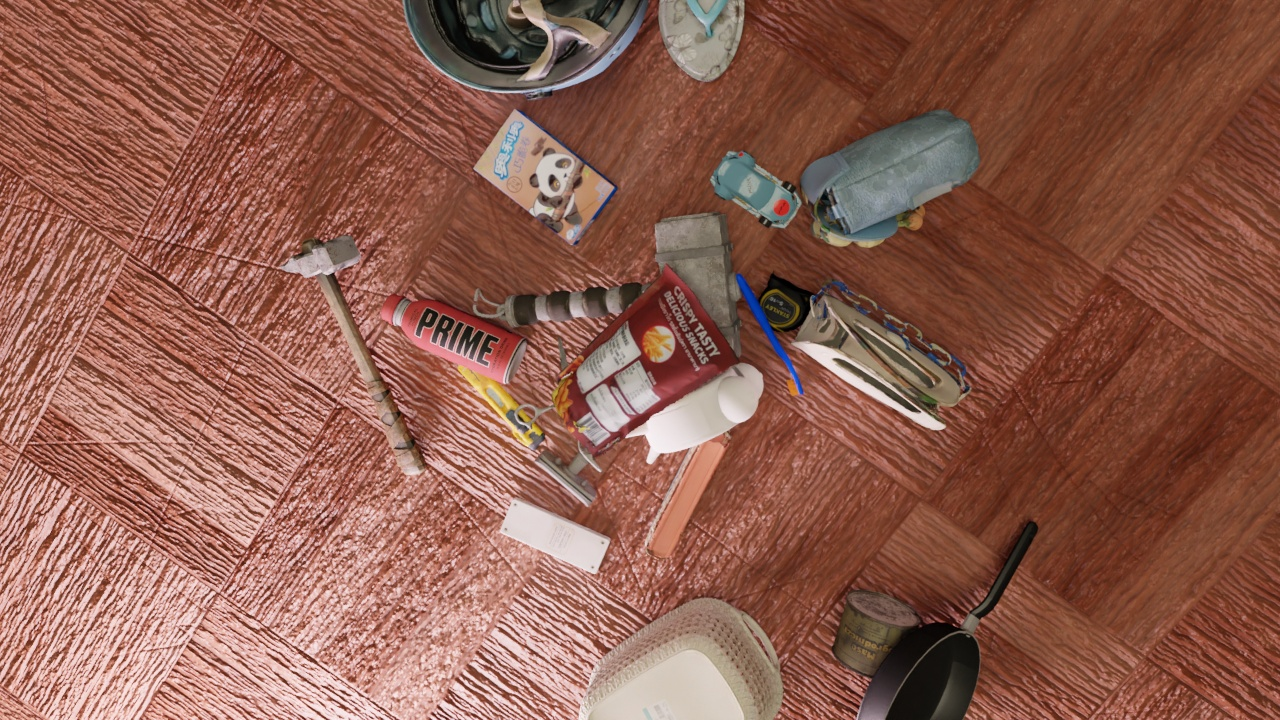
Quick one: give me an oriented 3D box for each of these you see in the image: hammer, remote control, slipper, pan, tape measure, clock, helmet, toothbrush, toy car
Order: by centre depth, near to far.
[{"bbox_3d":[-0.115,-0.394,0.991,0.266,0.166,0.225,-13,96,7],"label":"helmet"},{"bbox_3d":[0.075,-0.452,1.017,0.098,0.054,0.269,9,99,8],"label":"slipper"},{"bbox_3d":[0.135,-0.197,1.064,0.108,0.027,0.060,34,102,0],"label":"toy car"},{"bbox_3d":[0.149,-0.027,1.067,0.018,0.016,0.182,-23,119,18],"label":"toothbrush"},{"bbox_3d":[0.067,0.062,1.068,0.161,0.125,0.073,-22,98,17],"label":"clock"},{"bbox_3d":[0.168,-0.064,1.080,0.062,0.034,0.061,31,98,11],"label":"tape measure"},{"bbox_3d":[0.366,0.339,1.085,0.204,0.044,0.355,40,80,-43],"label":"pan"},{"bbox_3d":[-0.043,-0.070,1.090,0.327,0.079,0.177,-5,99,14],"label":"hammer"},{"bbox_3d":[-0.344,-0.002,1.141,0.122,0.048,0.319,-10,107,42],"label":"hammer"},{"bbox_3d":[-0.109,0.224,1.177,0.136,0.011,0.050,23,102,3],"label":"remote control"}]

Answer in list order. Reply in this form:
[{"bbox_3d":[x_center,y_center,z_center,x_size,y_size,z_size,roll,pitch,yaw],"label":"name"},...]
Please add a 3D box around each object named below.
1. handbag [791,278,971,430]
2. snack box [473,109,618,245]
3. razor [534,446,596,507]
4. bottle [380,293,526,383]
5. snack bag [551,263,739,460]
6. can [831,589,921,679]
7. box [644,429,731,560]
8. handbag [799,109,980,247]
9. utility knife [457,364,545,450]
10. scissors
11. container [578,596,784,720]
[{"bbox_3d":[0.264,-0.004,0.997,0.200,0.199,0.093,32,98,-2],"label":"handbag"},{"bbox_3d":[-0.112,-0.217,1.089,0.151,0.034,0.087,38,102,0],"label":"snack box"},{"bbox_3d":[-0.061,0.109,1.139,0.088,0.047,0.116,40,94,-1],"label":"razor"},{"bbox_3d":[-0.231,-0.033,1.122,0.176,0.062,0.062,23,102,3],"label":"bottle"},{"bbox_3d":[-0.006,0.006,1.017,0.208,0.066,0.139,-41,64,25],"label":"snack bag"},{"bbox_3d":[0.283,0.331,1.105,0.090,0.089,0.075,14,100,5],"label":"can"},{"bbox_3d":[0.057,0.161,1.127,0.059,0.056,0.187,32,103,34],"label":"box"},{"bbox_3d":[0.274,-0.192,1.009,0.192,0.121,0.119,-23,113,9],"label":"handbag"},{"bbox_3d":[-0.177,0.052,1.155,0.030,0.017,0.151,-42,89,3],"label":"utility knife"},{"bbox_3d":[-0.082,0.057,1.122,0.141,0.014,0.175,-26,80,1],"label":"scissors"},{"bbox_3d":[0.044,0.417,1.124,0.246,0.142,0.184,-37,80,12],"label":"container"}]
